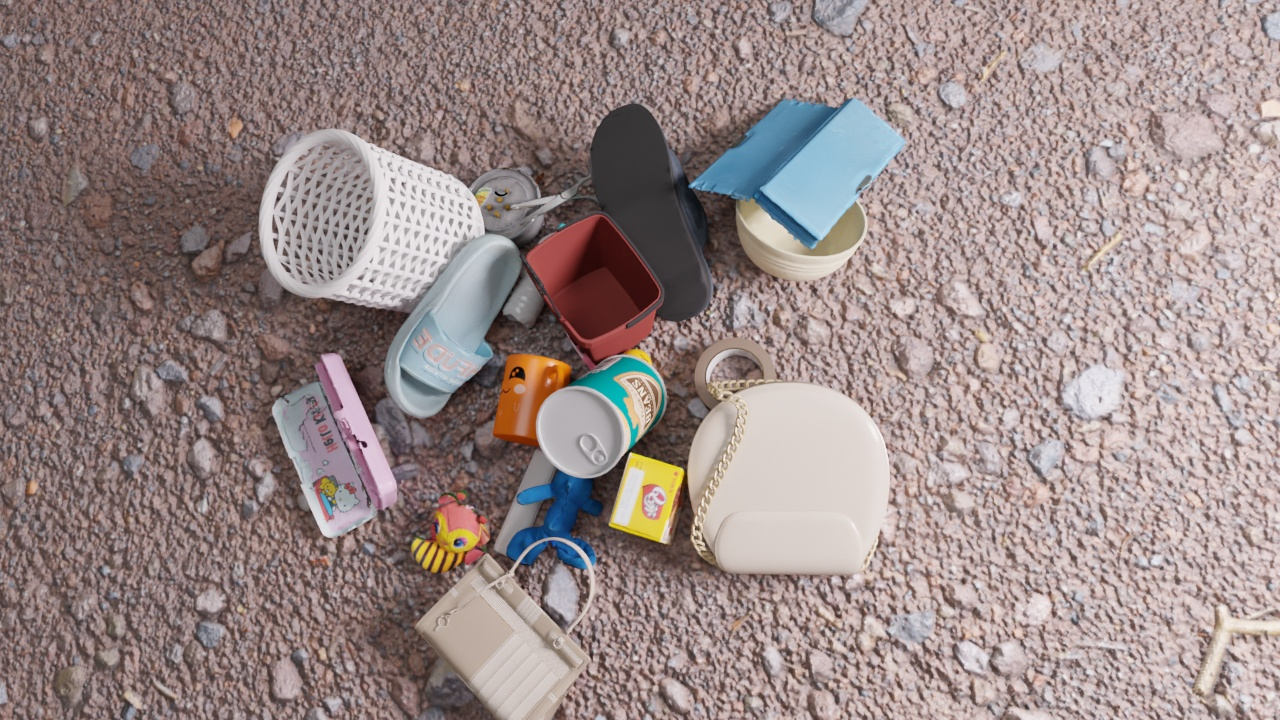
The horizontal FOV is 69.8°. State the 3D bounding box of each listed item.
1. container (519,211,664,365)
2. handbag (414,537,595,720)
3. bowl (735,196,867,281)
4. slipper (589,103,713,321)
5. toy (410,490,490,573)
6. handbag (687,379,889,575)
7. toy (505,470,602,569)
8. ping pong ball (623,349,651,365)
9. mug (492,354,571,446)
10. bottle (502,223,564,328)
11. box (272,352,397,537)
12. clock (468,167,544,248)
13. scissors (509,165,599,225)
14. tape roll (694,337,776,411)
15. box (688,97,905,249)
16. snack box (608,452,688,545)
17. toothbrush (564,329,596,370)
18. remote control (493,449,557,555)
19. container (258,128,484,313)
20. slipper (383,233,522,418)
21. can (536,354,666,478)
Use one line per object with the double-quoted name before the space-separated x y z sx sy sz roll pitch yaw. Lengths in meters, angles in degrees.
"container" -0.056 -0.089 1.036 0.127 0.201 0.148 -32 71 -9
"handbag" -0.124 0.283 1.014 0.175 0.062 0.198 41 100 17
"bowl" 0.178 -0.145 1.064 0.150 0.075 0.150 4 50 -5
"slipper" 0.024 -0.178 1.117 0.109 0.083 0.265 -22 88 28
"toy" -0.222 0.206 1.084 0.084 0.046 0.103 44 98 -4
"handbag" 0.158 0.126 0.986 0.211 0.103 0.208 -2 90 11
"toy" -0.077 0.166 1.051 0.113 0.071 0.176 24 79 20
"ping pong ball" -0.006 0.006 1.093 0.040 0.040 0.040 -3 75 11
"mug" -0.119 0.047 1.072 0.077 0.113 0.095 17 76 -30
"bottle" -0.123 -0.108 1.144 0.044 0.044 0.136 25 82 16
"box" -0.381 0.105 1.126 0.101 0.111 0.201 -22 71 -22
"clock" -0.174 -0.178 1.166 0.104 0.056 0.147 2 74 12
"scissors" -0.090 -0.219 1.153 0.153 0.014 0.130 5 72 -17
"tape roll" 0.111 0.022 1.070 0.094 0.030 0.093 -3 75 11
"box" 0.187 -0.236 1.057 0.175 0.060 0.231 30 53 18
"snack box" 0.012 0.155 1.017 0.061 0.106 0.083 15 80 11
"toothbrush" -0.065 -0.007 1.121 0.021 0.016 0.135 -26 73 -6
"remote control" -0.136 0.170 1.092 0.033 0.012 0.130 20 81 15
"container" -0.316 -0.156 1.095 0.190 0.186 0.189 -3 84 28
"slipper" -0.216 -0.037 1.091 0.074 0.104 0.245 38 97 42
"can" -0.040 0.058 1.016 0.099 0.143 0.099 5 105 19
